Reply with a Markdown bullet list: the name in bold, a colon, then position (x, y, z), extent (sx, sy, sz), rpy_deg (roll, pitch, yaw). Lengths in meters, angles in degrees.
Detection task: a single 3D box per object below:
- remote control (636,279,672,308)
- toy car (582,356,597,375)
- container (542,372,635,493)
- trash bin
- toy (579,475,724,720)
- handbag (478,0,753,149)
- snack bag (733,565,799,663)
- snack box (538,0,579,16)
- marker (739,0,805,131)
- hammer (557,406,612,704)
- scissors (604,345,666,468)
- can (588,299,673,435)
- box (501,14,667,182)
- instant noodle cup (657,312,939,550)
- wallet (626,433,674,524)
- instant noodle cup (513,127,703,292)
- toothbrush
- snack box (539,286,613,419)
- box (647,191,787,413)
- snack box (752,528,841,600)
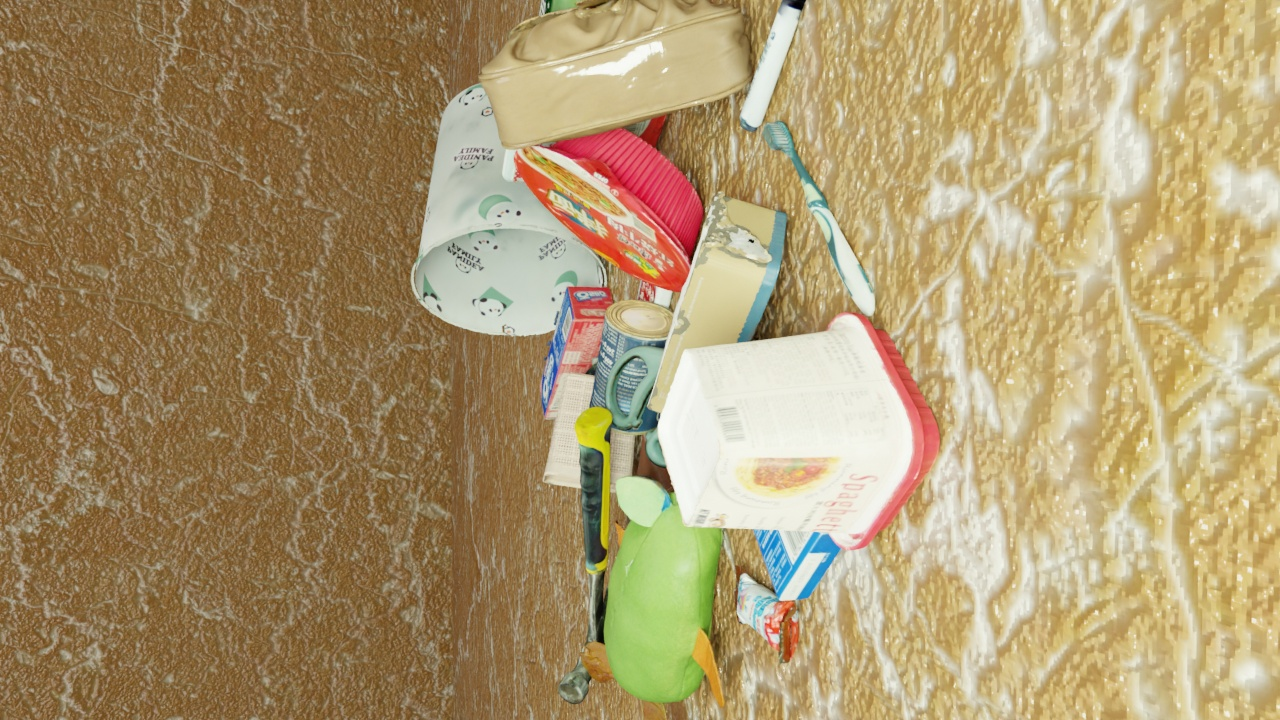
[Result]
- **remote control**: position (0.010, -0.049, 0.921), extent (0.055, 0.020, 0.136), rpy_deg (-111, 27, -49)
- **toy car**: position (-0.049, 0.028, 1.084), extent (0.091, 0.034, 0.043), rpy_deg (129, 140, -60)
- **container**: position (-0.050, 0.077, 0.970), extent (0.090, 0.090, 0.110), rpy_deg (119, 159, -75)
- **trash bin**: position (-0.162, -0.195, 1.149), extent (0.230, 0.229, 0.251), rpy_deg (117, 153, -56)
- **toy**: position (0.016, 0.218, 0.798), extent (0.227, 0.089, 0.247), rpy_deg (45, 130, 50)
- **handbag**: position (-0.020, -0.234, 0.711), extent (0.147, 0.204, 0.100), rpy_deg (-89, -15, -63)
- **snack bag**: position (0.090, 0.183, 0.669), extent (0.105, 0.026, 0.045), rpy_deg (-173, 79, -74)
- **snack box**: position (-0.047, -0.316, 0.935), extent (0.063, 0.114, 0.241), rpy_deg (-107, 25, -43)
- **marker**: position (0.096, -0.222, 0.652), extent (0.131, 0.018, 0.022), rpy_deg (109, 162, -45)
- **hammer**: position (-0.044, 0.186, 0.907), extent (0.125, 0.032, 0.324), rpy_deg (-50, -32, -52)
- **scissors**: position (0.021, 0.007, 0.801), extent (0.139, 0.019, 0.180), rpy_deg (34, 124, 23)
- **can**: position (-0.005, 0.005, 0.879), extent (0.075, 0.075, 0.111), rpy_deg (-116, 31, -53)
- **box**: position (-0.043, -0.239, 0.861), extent (0.038, 0.157, 0.202), rpy_deg (64, 153, 25)
- **instant noodle cup**: position (0.083, 0.042, 0.527), extent (0.117, 0.124, 0.116), rpy_deg (108, 155, -45)
- **wallet**: position (0.012, 0.142, 0.905), extent (0.101, 0.032, 0.125), rpy_deg (-113, 29, -55)
- **instant noodle cup**: position (-0.015, -0.142, 0.801), extent (0.065, 0.194, 0.194), rpy_deg (-53, 16, -9)
- **toothbrush**: position (0.114, -0.099, 0.600), extent (0.016, 0.018, 0.191), rpy_deg (109, 154, -46)
- **snack box**: position (-0.082, -0.005, 1.145), extent (0.208, 0.058, 0.057), rpy_deg (112, 152, -49)
- **box**: position (0.053, -0.028, 0.683), extent (0.185, 0.059, 0.089), rpy_deg (104, -178, -45)
- **snack box**: position (0.096, 0.078, 0.645), extent (0.085, 0.026, 0.157), rpy_deg (107, 155, -43)
